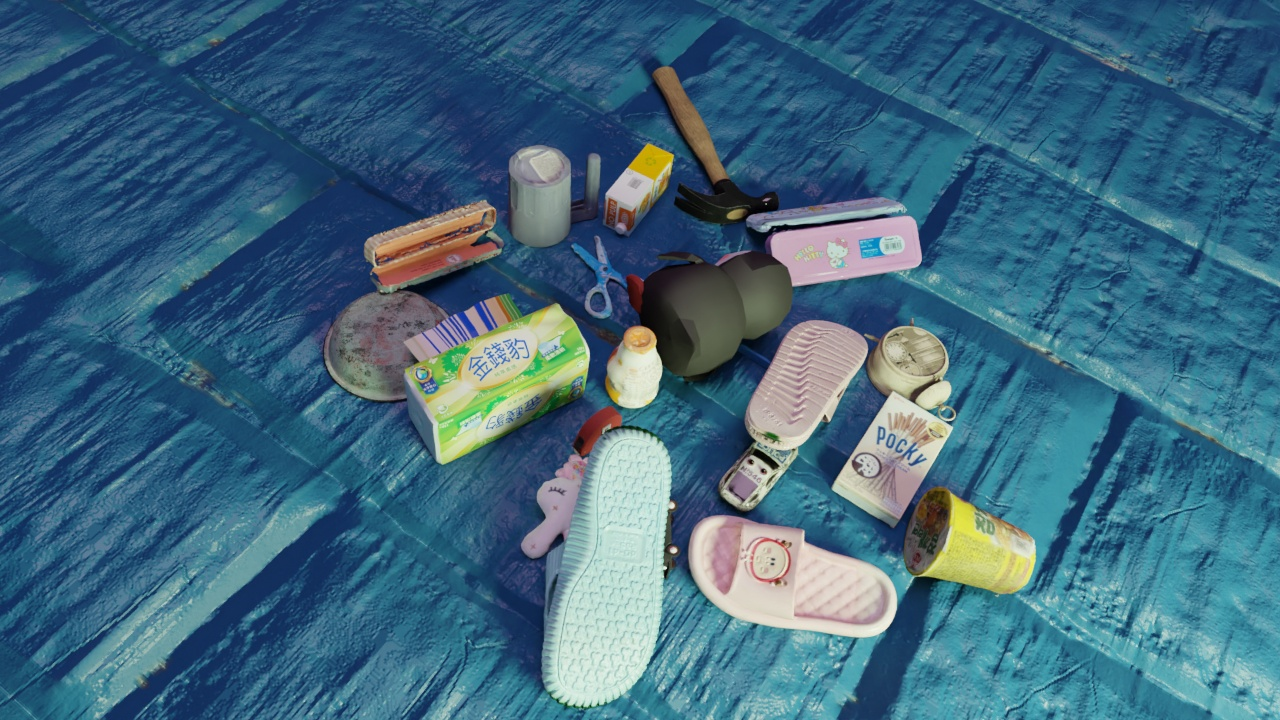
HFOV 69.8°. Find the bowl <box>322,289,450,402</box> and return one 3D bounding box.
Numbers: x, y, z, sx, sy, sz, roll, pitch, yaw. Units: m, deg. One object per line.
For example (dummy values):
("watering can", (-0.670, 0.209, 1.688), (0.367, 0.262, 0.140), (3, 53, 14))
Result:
("bowl", (-0.292, -0.028, 1.071), (0.157, 0.039, 0.157), (3, 55, -5))

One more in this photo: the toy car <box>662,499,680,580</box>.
("toy car", (0.020, 0.181, 0.963), (0.037, 0.040, 0.092), (1, 58, -5))

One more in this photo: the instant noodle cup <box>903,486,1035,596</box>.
("instant noodle cup", (0.348, 0.196, 0.966), (0.108, 0.102, 0.102), (20, 55, -4))

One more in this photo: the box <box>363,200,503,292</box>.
("box", (-0.248, -0.142, 1.121), (0.186, 0.055, 0.076), (-29, 95, -38))

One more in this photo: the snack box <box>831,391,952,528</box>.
("snack box", (0.290, 0.111, 1.053), (0.082, 0.026, 0.149), (32, 59, 15))

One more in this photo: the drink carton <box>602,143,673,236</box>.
("drink carton", (-0.005, -0.227, 1.230), (0.040, 0.059, 0.122), (27, 57, 12))

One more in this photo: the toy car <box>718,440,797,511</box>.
("toy car", (0.132, 0.119, 1.021), (0.048, 0.041, 0.112), (36, 59, 16))

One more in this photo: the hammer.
("hammer", (0.078, -0.317, 1.319), (0.132, 0.040, 0.305), (-11, 57, -18))

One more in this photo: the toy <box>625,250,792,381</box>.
("toy", (0.099, -0.062, 1.063), (0.183, 0.159, 0.140), (-22, 24, -19))

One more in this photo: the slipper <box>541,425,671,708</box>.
("slipper", (-0.032, 0.201, 0.912), (0.116, 0.070, 0.276), (13, 78, -12))

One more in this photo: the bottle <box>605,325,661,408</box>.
("bottle", (-0.006, 0.006, 1.040), (0.063, 0.109, 0.063), (3, 55, -4))

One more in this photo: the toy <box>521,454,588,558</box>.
("toy", (-0.075, 0.156, 0.971), (0.076, 0.037, 0.125), (20, 63, -3))

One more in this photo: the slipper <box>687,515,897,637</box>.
("slipper", (0.155, 0.223, 0.943), (0.221, 0.056, 0.106), (16, 57, 3))

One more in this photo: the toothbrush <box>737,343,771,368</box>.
("toothbrush", (0.090, -0.032, 1.134), (0.166, 0.016, 0.014), (32, 60, 14))

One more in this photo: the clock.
("clock", (0.336, 0.014, 1.108), (0.092, 0.055, 0.140), (-18, 57, -18))

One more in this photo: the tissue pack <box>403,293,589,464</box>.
("tissue pack", (-0.173, 0.001, 1.023), (0.197, 0.120, 0.141), (-23, 64, -28))

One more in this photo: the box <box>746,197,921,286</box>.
("box", (0.259, -0.169, 1.225), (0.214, 0.062, 0.140), (-10, 54, -13))

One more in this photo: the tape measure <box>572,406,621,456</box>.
("tape measure", (-0.047, 0.078, 1.020), (0.058, 0.051, 0.019), (-33, 65, -26))

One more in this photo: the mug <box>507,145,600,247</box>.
("mug", (-0.111, -0.215, 1.182), (0.123, 0.104, 0.083), (-14, 57, -15))

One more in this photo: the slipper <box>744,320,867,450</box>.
("slipper", (0.187, 0.033, 1.073), (0.094, 0.065, 0.238), (27, 44, 16))

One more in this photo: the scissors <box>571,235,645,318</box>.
("scissors", (-0.033, -0.113, 1.179), (0.113, 0.013, 0.140), (-6, 55, -10))
